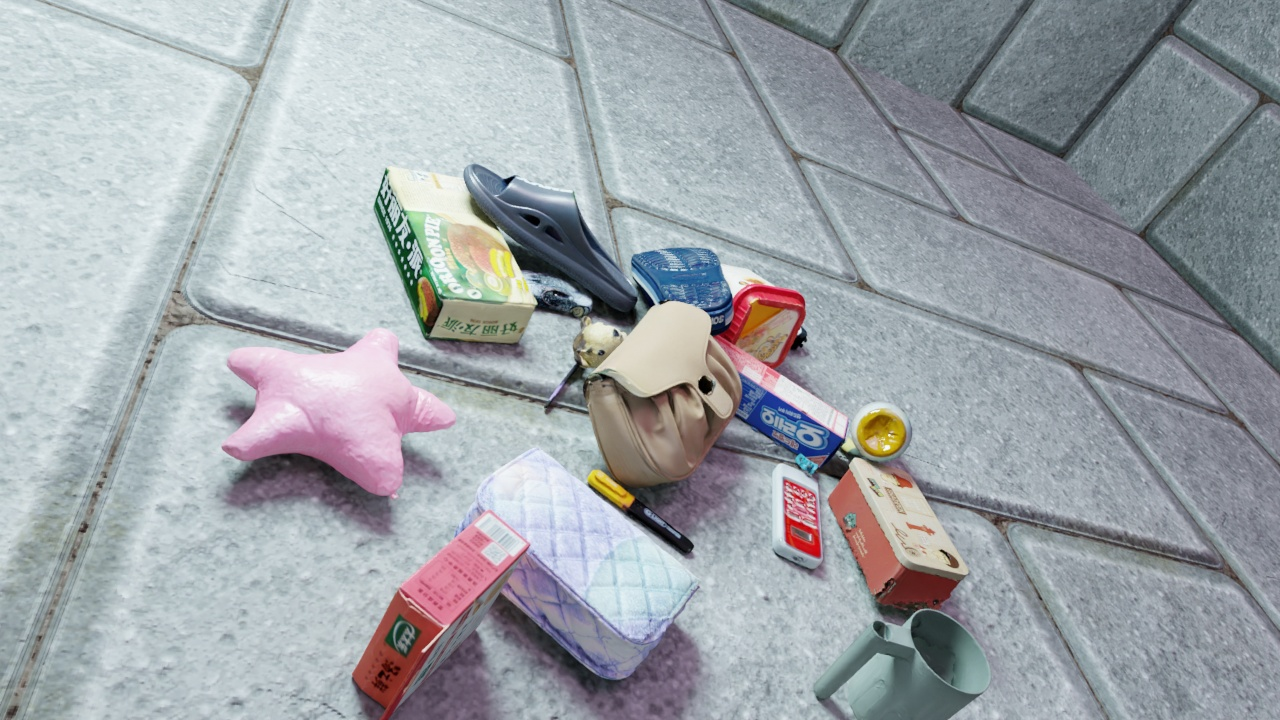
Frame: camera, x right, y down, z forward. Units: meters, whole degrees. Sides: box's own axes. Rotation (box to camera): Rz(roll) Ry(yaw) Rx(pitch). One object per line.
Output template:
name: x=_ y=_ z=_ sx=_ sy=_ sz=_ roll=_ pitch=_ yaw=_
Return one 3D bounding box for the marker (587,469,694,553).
marker: x=0.001 y=0.147 z=0.893 sx=0.124 sy=0.015 sz=0.018 roll=36 pitch=38 yaw=5

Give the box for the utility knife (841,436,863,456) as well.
utility knife: x=0.229 y=0.072 z=1.175 sx=0.030 sy=0.018 sz=0.151 roll=-10 pitch=53 yaw=-49

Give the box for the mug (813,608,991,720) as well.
mug: x=0.229 y=0.280 z=0.817 sx=0.124 sy=0.104 sz=0.083 roll=20 pitch=35 yaw=-16

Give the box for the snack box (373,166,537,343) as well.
snack box: x=-0.213 y=-0.122 z=1.034 sx=0.114 sy=0.063 sz=0.240 roll=2 pitch=43 yaw=-37

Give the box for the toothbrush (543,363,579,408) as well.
toothbrush: x=-0.070 y=0.007 z=1.025 sx=0.017 sy=0.014 sz=0.188 roll=42 pitch=32 yaw=-7

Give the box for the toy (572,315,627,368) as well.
toy: x=-0.006 y=0.006 z=1.029 sx=0.157 sy=0.066 sz=0.105 roll=27 pitch=47 yaw=-28

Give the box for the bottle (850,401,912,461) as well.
bottle: x=0.292 y=0.084 z=1.119 sx=0.068 sy=0.068 sz=0.189 roll=39 pitch=7 yaw=12

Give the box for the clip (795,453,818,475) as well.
clip: x=0.195 y=0.122 z=1.066 sx=0.038 sy=0.013 sz=0.055 roll=33 pitch=5 yaw=3

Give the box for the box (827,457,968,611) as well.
box: x=0.274 y=0.195 z=1.004 sx=0.091 sy=0.079 sz=0.168 roll=16 pitch=29 yaw=-20

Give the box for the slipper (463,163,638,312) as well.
slipper: x=-0.092 y=-0.165 z=1.114 sx=0.268 sy=0.083 sz=0.110 roll=37 pitch=16 yaw=-21

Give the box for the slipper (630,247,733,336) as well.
slipper: x=0.057 y=-0.075 z=1.139 sx=0.105 sy=0.095 sz=0.252 roll=-6 pitch=23 yaw=-11

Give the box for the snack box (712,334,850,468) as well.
snack box: x=0.151 y=0.047 z=1.109 sx=0.207 sy=0.057 sz=0.058 roll=32 pitch=30 yaw=2

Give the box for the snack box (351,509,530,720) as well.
snack box: x=-0.146 y=0.180 z=0.639 sx=0.044 sy=0.113 sz=0.126 roll=38 pitch=33 yaw=8

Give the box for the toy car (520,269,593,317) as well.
toy car: x=-0.103 y=-0.083 z=1.100 sx=0.105 sy=0.031 sz=0.049 roll=11 pitch=38 yaw=-29

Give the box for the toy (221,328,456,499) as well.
toy: x=-0.254 y=0.047 z=0.769 sx=0.194 sy=0.075 sz=0.178 roll=-13 pitch=55 yaw=-43

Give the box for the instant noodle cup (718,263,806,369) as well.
instant noodle cup: x=0.133 y=-0.064 z=1.201 sx=0.116 sy=0.116 sz=0.124 roll=6 pitch=28 yaw=-34

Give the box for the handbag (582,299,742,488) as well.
handbag: x=0.031 y=0.032 z=0.948 sx=0.148 sy=0.100 sz=0.203 roll=58 pitch=40 yaw=-15

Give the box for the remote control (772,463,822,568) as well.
remote control: x=0.170 y=0.166 z=0.998 sx=0.056 sy=0.020 sz=0.135 roll=25 pitch=33 yaw=-8

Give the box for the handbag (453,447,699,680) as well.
handbag: x=-0.055 y=0.166 z=0.769 sx=0.194 sy=0.076 sz=0.133 roll=40 pitch=29 yaw=10

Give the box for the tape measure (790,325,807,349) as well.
tape measure: x=0.193 y=-0.046 z=1.287 sx=0.065 sy=0.034 sz=0.066 roll=-1 pitch=47 yaw=-42
